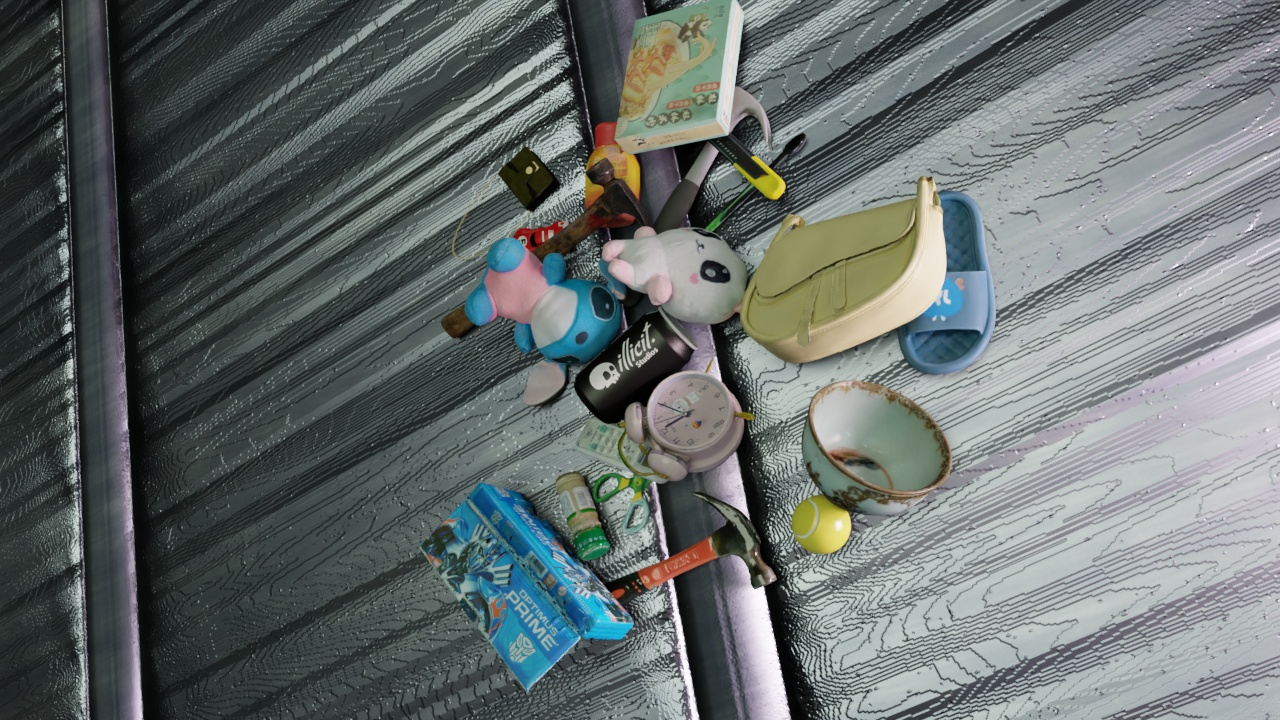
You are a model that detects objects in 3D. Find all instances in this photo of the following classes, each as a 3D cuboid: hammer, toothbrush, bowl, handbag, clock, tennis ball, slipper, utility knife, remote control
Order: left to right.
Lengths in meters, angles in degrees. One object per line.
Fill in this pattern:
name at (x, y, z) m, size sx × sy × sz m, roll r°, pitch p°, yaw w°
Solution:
handbag at (-0.197, -0.209, 1.269) m, size 0.178 × 0.027 × 0.084 m, roll -43°, pitch 70°, yaw 11°
hammer at (-0.134, -0.119, 1.198) m, size 0.331 × 0.033 × 0.120 m, roll -34°, pitch 97°, yaw 24°
remote control at (-0.016, 0.112, 1.136) m, size 0.133 × 0.022 × 0.050 m, roll 18°, pitch 67°, yaw 27°
hammer at (-0.010, 0.273, 1.114) m, size 0.334 × 0.033 × 0.133 m, roll -29°, pitch 74°, yaw 15°
clock at (0.046, 0.078, 1.085) m, size 0.158 × 0.059 × 0.116 m, roll -32°, pitch 60°, yaw -5°
hammer at (0.056, -0.205, 1.168) m, size 0.125 × 0.029 × 0.311 m, roll 32°, pitch 94°, yaw 23°
utility knife at (0.113, -0.259, 1.128) m, size 0.029 × 0.020 × 0.174 m, roll -46°, pitch 66°, yaw 10°
toothbrush at (0.138, -0.213, 1.149) m, size 0.188 × 0.017 × 0.014 m, roll -44°, pitch 65°, yaw 13°
tennis ball at (0.202, 0.183, 1.027) m, size 0.065 × 0.065 × 0.065 m, roll -4°, pitch 80°, yaw 20°
handbag at (0.223, -0.098, 1.021) m, size 0.233 × 0.088 × 0.190 m, roll -11°, pitch 67°, yaw 41°
bowl at (0.242, 0.110, 0.997) m, size 0.160 × 0.159 × 0.094 m, roll 37°, pitch 135°, yaw 22°
slipper at (0.342, -0.090, 1.023) m, size 0.104 × 0.059 × 0.213 m, roll 2°, pitch 81°, yaw 19°

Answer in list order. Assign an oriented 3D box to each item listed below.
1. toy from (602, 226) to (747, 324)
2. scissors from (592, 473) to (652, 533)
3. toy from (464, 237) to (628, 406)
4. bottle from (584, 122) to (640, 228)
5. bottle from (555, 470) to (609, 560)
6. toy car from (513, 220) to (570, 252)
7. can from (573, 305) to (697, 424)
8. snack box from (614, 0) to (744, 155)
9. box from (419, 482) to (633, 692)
toy at (0.041, -0.106, 1.093) m, size 0.102 × 0.179 × 0.138 m, roll -55°, pitch 34°, yaw 42°
scissors at (0.003, 0.158, 1.136) m, size 0.131 × 0.012 × 0.112 m, roll -28°, pitch 69°, yaw 13°
toy at (-0.124, -0.058, 1.156) m, size 0.191 × 0.098 × 0.225 m, roll 27°, pitch 117°, yaw -12°
bottle at (-0.037, -0.244, 1.199) m, size 0.071 × 0.048 × 0.134 m, roll -3°, pitch 80°, yaw 20°
bottle at (-0.074, 0.191, 1.137) m, size 0.043 × 0.042 × 0.110 m, roll -32°, pitch 60°, yaw 13°
toy car at (-0.132, -0.163, 1.235) m, size 0.090 × 0.025 × 0.038 m, roll -7°, pitch 79°, yaw 20°
can at (-0.007, 0.007, 1.129) m, size 0.146 × 0.080 × 0.080 m, roll -41°, pitch 69°, yaw 10°
snack box at (0.050, -0.360, 1.158) m, size 0.142 × 0.044 × 0.193 m, roll -4°, pitch 65°, yaw 29°
box at (-0.140, 0.266, 1.097) m, size 0.243 × 0.114 × 0.114 m, roll 42°, pitch 97°, yaw 32°
